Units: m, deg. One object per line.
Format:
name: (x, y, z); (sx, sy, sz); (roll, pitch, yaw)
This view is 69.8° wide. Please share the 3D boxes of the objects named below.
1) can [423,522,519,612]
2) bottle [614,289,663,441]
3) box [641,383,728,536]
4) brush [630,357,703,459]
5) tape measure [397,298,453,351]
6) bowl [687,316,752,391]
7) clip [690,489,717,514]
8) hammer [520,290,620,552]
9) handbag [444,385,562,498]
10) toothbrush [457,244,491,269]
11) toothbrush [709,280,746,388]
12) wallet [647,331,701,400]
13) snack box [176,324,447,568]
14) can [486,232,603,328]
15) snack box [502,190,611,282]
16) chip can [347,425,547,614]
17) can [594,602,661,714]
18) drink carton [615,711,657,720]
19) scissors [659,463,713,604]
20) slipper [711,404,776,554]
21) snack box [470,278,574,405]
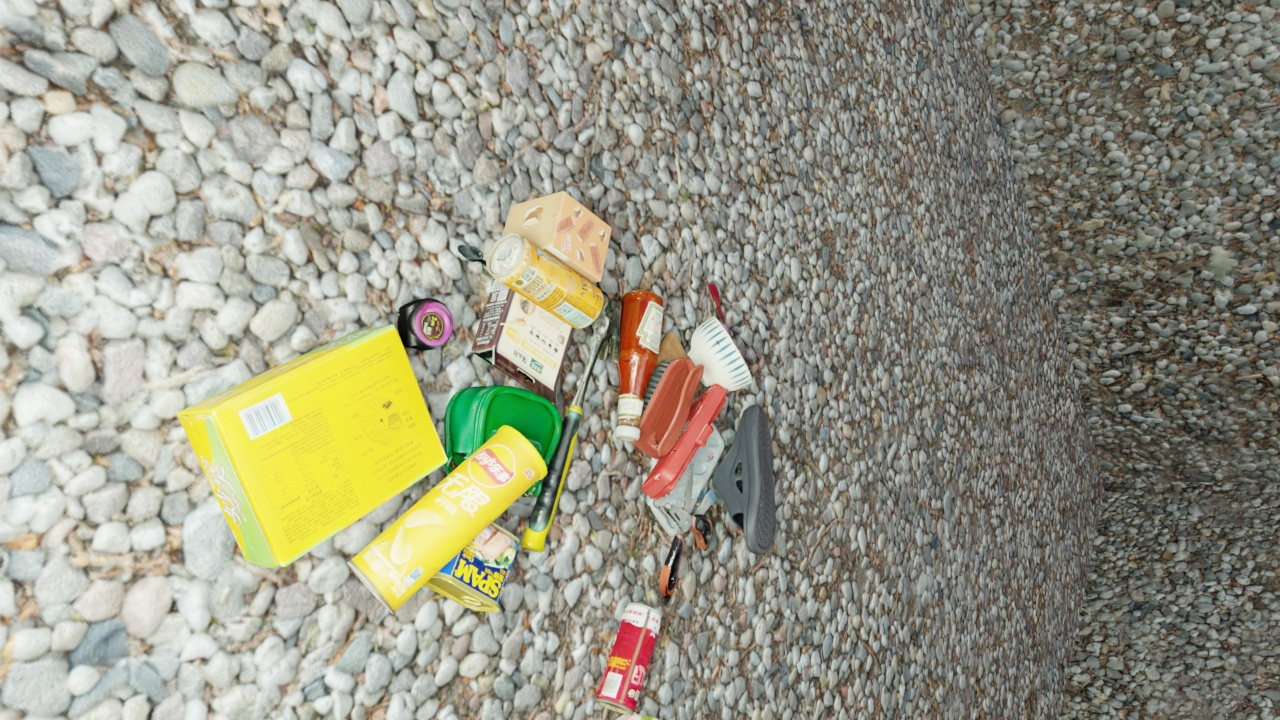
can: (-0.188, 0.219, 1.011); (0.102, 0.057, 0.083); (43, 52, -40)
bottle: (-0.007, 0.007, 1.251); (0.059, 0.060, 0.205); (25, 66, -47)
box: (0.068, 0.139, 1.333); (0.200, 0.074, 0.155); (-55, 154, -40)
brush: (0.039, 0.062, 1.276); (0.063, 0.069, 0.145); (40, 70, -42)
tape measure: (-0.235, -0.039, 0.996); (0.057, 0.039, 0.057); (-6, 90, -46)
bowl: (0.112, -0.001, 1.382); (0.066, 0.116, 0.116); (-31, 117, -1)
clip: (0.092, 0.220, 1.385); (0.058, 0.043, 0.027); (-48, 125, -33)
hammer: (-0.084, 0.081, 1.148); (0.126, 0.032, 0.322); (63, 42, -68)
handbag: (-0.157, 0.092, 1.053); (0.131, 0.068, 0.120); (20, 71, -48)
toothbrush: (-0.151, -0.099, 1.124); (0.189, 0.018, 0.014); (30, 61, -47)
toothbrush: (0.143, -0.040, 1.481); (0.017, 0.016, 0.187); (-43, 118, -56)
wallet: (0.045, 0.032, 1.350); (0.101, 0.020, 0.115); (-57, 130, -34)
snack box: (-0.303, 0.076, 0.875); (0.209, 0.070, 0.158); (-35, 112, -47)
can: (-0.109, -0.091, 1.072); (0.146, 0.058, 0.058); (32, 62, -45)
snack box: (-0.104, -0.144, 1.126); (0.094, 0.093, 0.077); (31, 62, -45)
chip can: (-0.196, 0.160, 0.947); (0.213, 0.072, 0.072); (-41, 119, -23)
can: (-0.014, 0.391, 1.207); (0.053, 0.053, 0.132); (45, 53, -38)
drink carton: (-0.031, 0.494, 1.175); (0.122, 0.054, 0.045); (-12, 94, -52)
scissors: (0.065, 0.241, 1.302); (0.188, 0.015, 0.226); (-16, 121, -59)
slipper: (0.162, 0.188, 1.440); (0.267, 0.083, 0.111); (-83, 154, -42)
snack box: (-0.138, -0.023, 1.101); (0.113, 0.053, 0.125); (38, 57, -41)
